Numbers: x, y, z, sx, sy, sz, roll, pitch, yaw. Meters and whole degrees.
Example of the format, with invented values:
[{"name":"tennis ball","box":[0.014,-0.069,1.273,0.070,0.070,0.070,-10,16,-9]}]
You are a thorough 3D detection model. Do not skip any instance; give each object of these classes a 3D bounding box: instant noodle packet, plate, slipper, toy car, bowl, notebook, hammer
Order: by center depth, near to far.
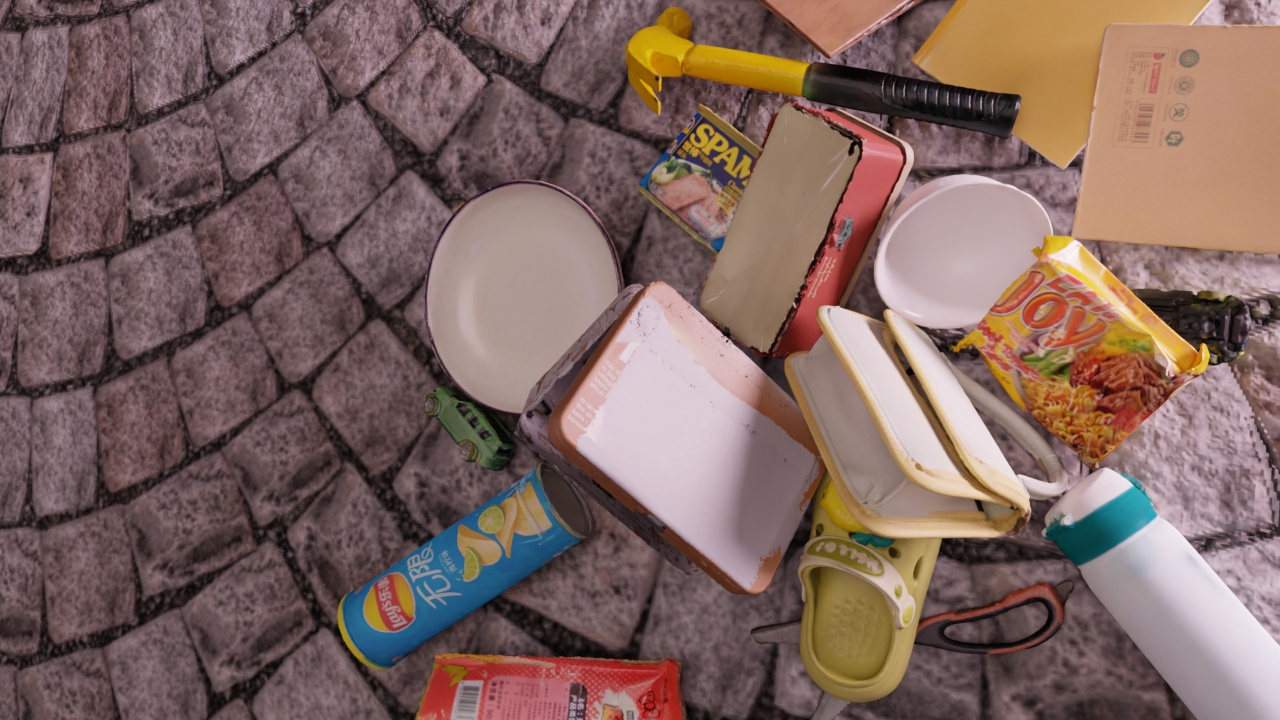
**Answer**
[{"name":"notebook","box":[0.408,-0.144,0.604,0.208,0.008,0.148,8,100,21]},{"name":"instant noodle packet","box":[0.285,-0.006,0.607,0.128,0.044,0.111,46,128,18]},{"name":"toy car","box":[0.345,-0.022,0.614,0.105,0.032,0.048,5,86,32]},{"name":"slipper","box":[0.151,0.138,0.618,0.092,0.081,0.190,8,88,23]},{"name":"bowl","box":[0.218,-0.087,0.646,0.118,0.118,0.064,-21,36,16]},{"name":"notebook","box":[0.314,-0.260,0.648,0.146,0.010,0.207,44,111,21]},{"name":"hammer","box":[0.129,-0.211,0.696,0.301,0.033,0.128,15,46,16]},{"name":"plate","box":[-0.093,-0.051,0.762,0.193,0.039,0.192,1,92,27]},{"name":"toy car","box":[-0.144,0.055,0.774,0.091,0.043,0.036,43,100,19]}]

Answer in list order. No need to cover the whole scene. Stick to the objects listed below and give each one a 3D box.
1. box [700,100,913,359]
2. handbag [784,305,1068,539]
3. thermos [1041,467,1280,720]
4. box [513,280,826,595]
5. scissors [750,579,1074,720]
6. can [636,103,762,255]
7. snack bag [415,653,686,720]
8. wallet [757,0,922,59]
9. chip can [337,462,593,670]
[{"name":"box","box":[0.106,-0.090,0.647,0.091,0.078,0.169,42,122,38]},{"name":"handbag","box":[0.200,0.038,0.606,0.163,0.178,0.063,-106,32,-43]},{"name":"thermos","box":[0.346,0.169,0.567,0.073,0.073,0.224,-38,71,10]},{"name":"box","box":[0.027,0.055,0.611,0.182,0.166,0.150,41,102,-11]},{"name":"scissors","box":[0.187,0.177,0.650,0.189,0.015,0.225,22,91,22]},{"name":"can","box":[0.060,-0.137,0.723,0.102,0.057,0.083,43,99,21]},{"name":"snack bag","box":[-0.066,0.286,0.702,0.208,0.073,0.128,0,86,15]},{"name":"wallet","box":[0.152,-0.291,0.711,0.115,0.020,0.101,-36,69,-14]},{"name":"chip can","box":[-0.142,0.167,0.740,0.210,0.071,0.071,-34,72,12]}]
